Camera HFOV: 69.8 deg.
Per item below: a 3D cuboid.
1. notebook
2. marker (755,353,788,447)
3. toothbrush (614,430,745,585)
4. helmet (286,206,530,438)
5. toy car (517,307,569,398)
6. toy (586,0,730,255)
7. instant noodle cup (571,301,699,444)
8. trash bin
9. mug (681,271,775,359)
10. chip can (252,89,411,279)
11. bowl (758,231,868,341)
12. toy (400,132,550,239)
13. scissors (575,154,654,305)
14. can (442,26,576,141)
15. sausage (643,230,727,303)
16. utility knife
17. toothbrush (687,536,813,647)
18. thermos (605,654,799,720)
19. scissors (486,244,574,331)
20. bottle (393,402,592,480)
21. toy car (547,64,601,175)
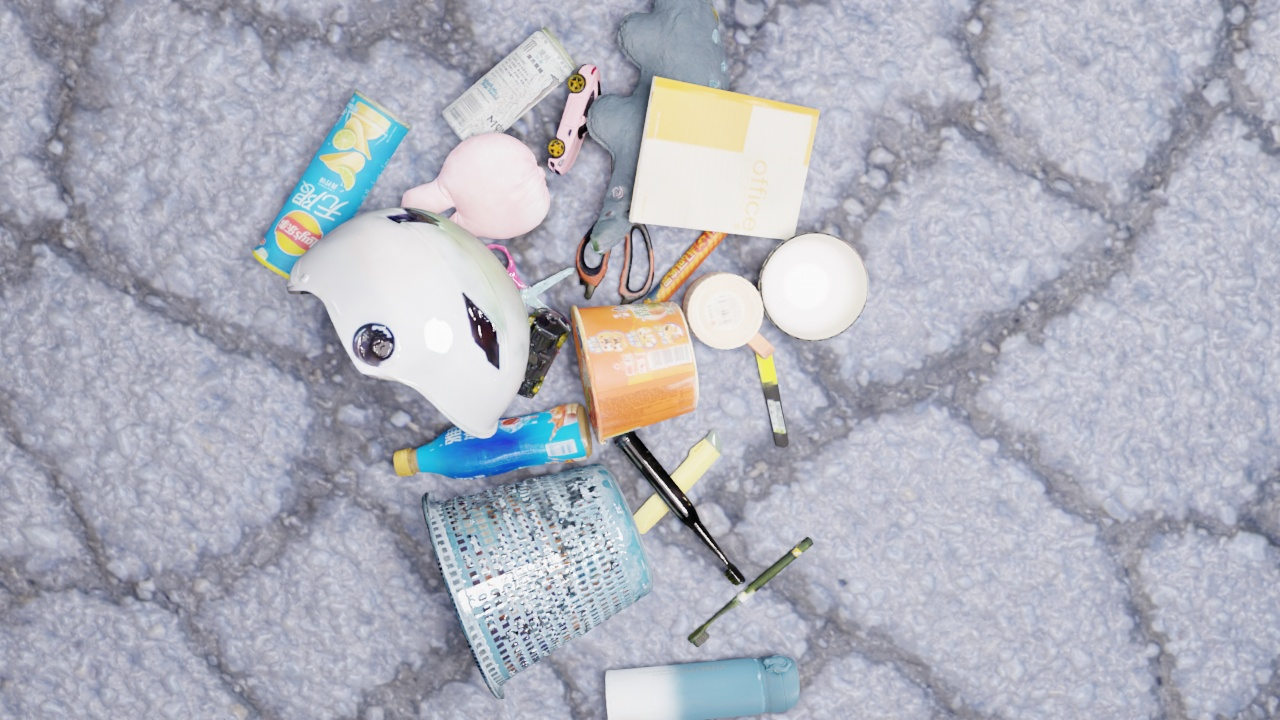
[{"bbox_3d":[0.091,-0.206,0.961,0.206,0.010,0.146,3,106,-28],"label":"notebook"},{"bbox_3d":[0.150,0.040,1.041,0.018,0.015,0.124,-13,98,3],"label":"marker"},{"bbox_3d":[0.046,0.166,1.030,0.212,0.026,0.027,51,133,5],"label":"toothbrush"},{"bbox_3d":[-0.203,-0.058,0.928,0.258,0.229,0.146,43,97,12],"label":"helmet"},{"bbox_3d":[-0.117,-0.010,1.028,0.049,0.031,0.106,27,106,-4],"label":"toy car"},{"bbox_3d":[0.024,-0.280,0.964,0.137,0.091,0.356,10,98,-26],"label":"toy"},{"bbox_3d":[-0.006,0.006,0.978,0.111,0.151,0.151,-11,95,-7],"label":"instant noodle cup"},{"bbox_3d":[-0.100,0.212,0.974,0.195,0.227,0.226,-21,95,-10],"label":"trash bin"},{"bbox_3d":[0.098,-0.043,0.986,0.114,0.106,0.082,44,94,-3],"label":"mug"},{"bbox_3d":[-0.334,-0.186,0.996,0.071,0.071,0.210,33,95,-2],"label":"chip can"},{"bbox_3d":[0.184,-0.081,1.002,0.116,0.066,0.116,0,96,1],"label":"bowl"},{"bbox_3d":[-0.177,-0.177,0.993,0.160,0.054,0.121,-22,123,11],"label":"toy"},{"bbox_3d":[-0.034,-0.172,1.021,0.193,0.015,0.206,-38,94,4],"label":"scissors"},{"bbox_3d":[-0.142,-0.291,0.990,0.147,0.058,0.058,-39,94,4],"label":"can"},{"bbox_3d":[0.058,-0.113,1.023,0.021,0.021,0.165,42,94,-3],"label":"sausage"},{"bbox_3d":[0.037,0.146,1.050,0.031,0.018,0.163,43,93,1],"label":"utility knife"},{"bbox_3d":[0.129,0.269,1.063,0.186,0.012,0.017,-41,99,4],"label":"toothbrush"},{"bbox_3d":[0.070,0.375,1.047,0.220,0.070,0.070,-6,95,1],"label":"thermos"},{"bbox_3d":[-0.135,-0.070,1.030,0.133,0.017,0.136,39,99,-10],"label":"scissors"},{"bbox_3d":[-0.165,0.097,1.024,0.219,0.065,0.065,-11,95,3],"label":"bottle"},{"bbox_3d":[-0.068,-0.259,0.994,0.037,0.056,0.122,19,96,6],"label":"toy car"}]
